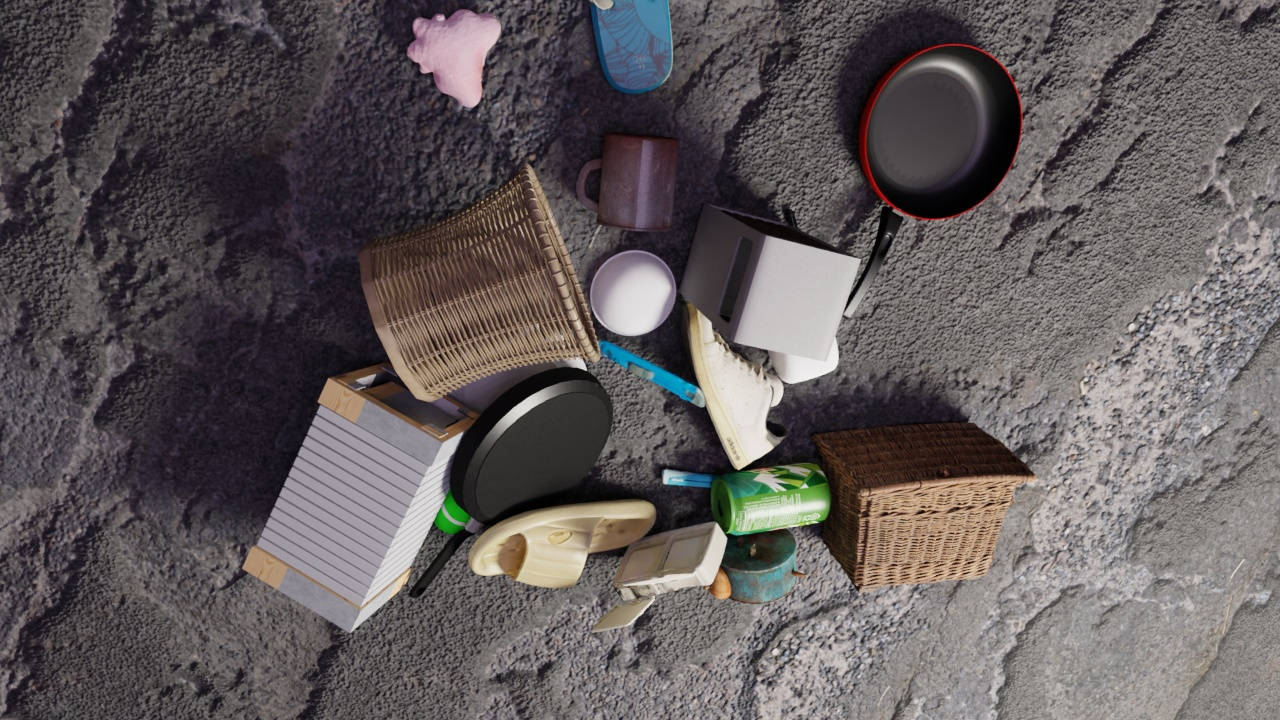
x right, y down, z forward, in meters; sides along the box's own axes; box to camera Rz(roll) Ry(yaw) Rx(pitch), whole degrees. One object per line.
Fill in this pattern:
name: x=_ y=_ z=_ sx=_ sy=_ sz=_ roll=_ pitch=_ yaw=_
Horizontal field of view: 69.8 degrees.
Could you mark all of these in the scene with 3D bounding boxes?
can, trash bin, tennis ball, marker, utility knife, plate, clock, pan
can: x=0.174 y=0.185 z=1.232 sx=0.144 sy=0.083 sz=0.083 roll=-6 pitch=109 yaw=-17
trash bin: x=-0.313 y=0.150 z=1.060 sx=0.142 sy=0.142 sz=0.247 roll=29 pitch=101 yaw=5
tennis ball: x=-0.232 y=0.187 z=1.158 sx=0.065 sy=0.065 sz=0.065 roll=-4 pitch=109 yaw=-12
marker: x=0.209 y=-0.124 z=1.181 sx=0.011 sy=0.011 sz=0.152 roll=-20 pitch=112 yaw=-5
utility knife: x=-0.007 y=0.007 z=1.132 sx=0.196 sy=0.015 sz=0.031 roll=27 pitch=132 yaw=9
plate: x=-0.156 y=0.044 z=1.153 sx=0.188 sy=0.016 sz=0.189 roll=-4 pitch=109 yaw=-11
trash bin: x=0.139 y=-0.097 z=1.057 sx=0.114 sy=0.228 sz=0.114 roll=11 pitch=105 yaw=-16
clock: x=0.135 y=0.268 z=1.241 sx=0.157 sy=0.121 sz=0.073 roll=-8 pitch=114 yaw=-4
utility knife: x=0.083 y=0.161 z=1.248 sx=0.117 sy=0.015 sz=0.022 roll=7 pitch=113 yaw=-18
pan: x=-0.165 y=0.160 z=1.113 sx=0.356 sy=0.034 sz=0.225 roll=-52 pitch=147 yaw=5
pan: x=0.334 y=-0.217 z=1.148 sx=0.208 sy=0.067 sz=0.356 roll=25 pitch=102 yaw=-19

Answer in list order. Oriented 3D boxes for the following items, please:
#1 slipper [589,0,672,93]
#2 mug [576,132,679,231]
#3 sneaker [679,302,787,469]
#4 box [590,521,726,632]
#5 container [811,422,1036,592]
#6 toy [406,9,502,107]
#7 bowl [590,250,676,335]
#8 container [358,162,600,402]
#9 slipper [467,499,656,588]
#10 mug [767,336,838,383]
slipper: x=-0.023 y=-0.441 z=0.998 sx=0.118 sy=0.060 sz=0.295 roll=-18 pitch=111 yaw=-10
mug: x=-0.018 y=-0.211 z=1.069 sx=0.123 sy=0.096 sz=0.110 roll=11 pitch=102 yaw=16
sneaker: x=0.125 y=0.026 z=1.169 sx=0.102 sy=0.088 sz=0.242 roll=-20 pitch=116 yaw=4
box: x=0.021 y=0.270 z=1.166 sx=0.146 sy=0.185 sz=0.066 roll=-20 pitch=92 yaw=27
container: x=0.372 y=0.202 z=1.252 sx=0.249 sy=0.162 sz=0.183 roll=-3 pitch=113 yaw=-11
toy: x=-0.204 y=-0.334 z=0.996 sx=0.093 sy=0.050 sz=0.102 roll=12 pitch=109 yaw=-19
bowl: x=-0.005 y=-0.078 z=1.133 sx=0.110 sy=0.040 sz=0.110 roll=-4 pitch=109 yaw=-11
container: x=-0.174 y=-0.074 z=1.008 sx=0.196 sy=0.226 sz=0.227 roll=-20 pitch=111 yaw=2
slipper: x=-0.084 y=0.235 z=1.159 sx=0.260 sy=0.079 sz=0.112 roll=-6 pitch=136 yaw=-32
mug: x=0.199 y=-0.032 z=1.172 sx=0.068 sy=0.094 sz=0.115 roll=-16 pitch=74 yaw=-6
